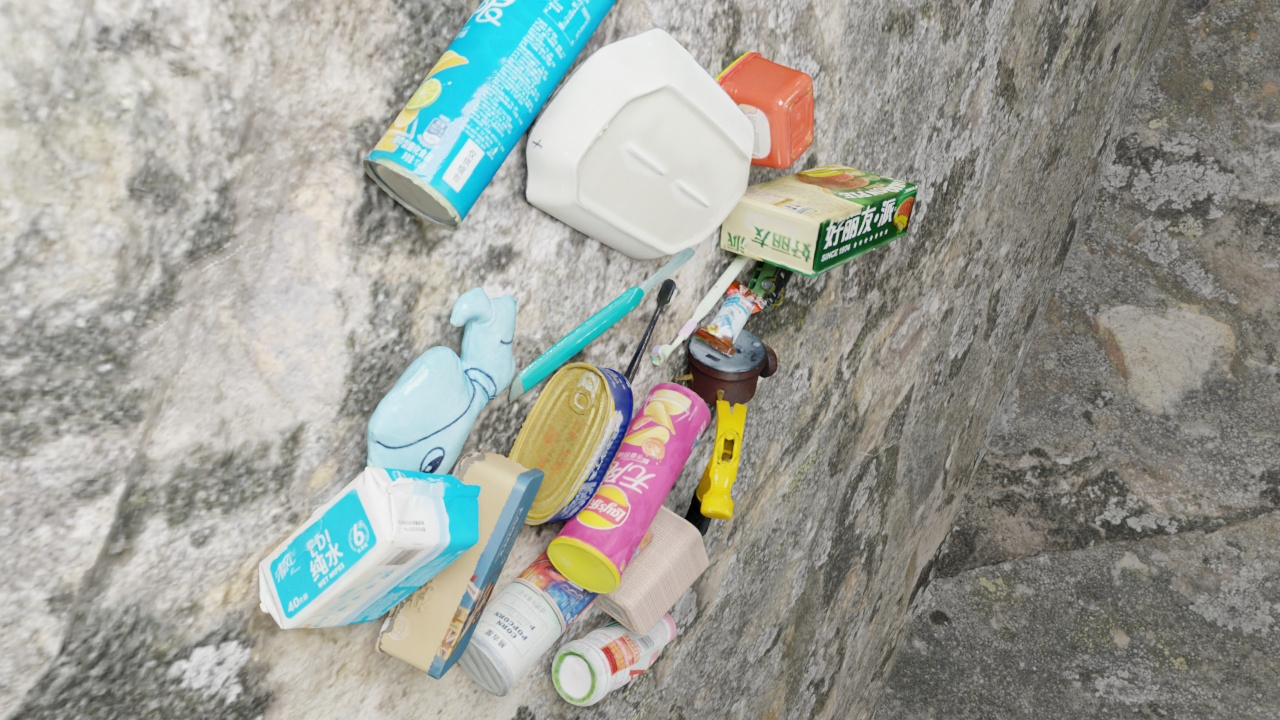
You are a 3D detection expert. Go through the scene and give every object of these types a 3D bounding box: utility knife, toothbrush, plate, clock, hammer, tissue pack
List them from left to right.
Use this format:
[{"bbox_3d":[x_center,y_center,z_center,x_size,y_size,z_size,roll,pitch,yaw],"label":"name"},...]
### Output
[{"bbox_3d":[-0.181,0.125,0.618,0.140,0.063,0.090,-39,154,17],"label":"tissue pack"},{"bbox_3d":[-0.031,-0.035,0.787,0.215,0.013,0.029,-38,149,-19],"label":"utility knife"},{"bbox_3d":[-0.005,0.005,0.888,0.181,0.016,0.018,-65,158,-2],"label":"toothbrush"},{"bbox_3d":[0.015,-0.154,0.735,0.162,0.034,0.265,-48,153,11],"label":"plate"},{"bbox_3d":[0.070,-0.065,0.952,0.189,0.020,0.029,-49,176,-27],"label":"toothbrush"},{"bbox_3d":[0.074,0.140,0.983,0.301,0.033,0.128,97,6,-65],"label":"hammer"},{"bbox_3d":[0.097,0.001,0.977,0.121,0.082,0.055,-32,140,-41],"label":"clock"}]

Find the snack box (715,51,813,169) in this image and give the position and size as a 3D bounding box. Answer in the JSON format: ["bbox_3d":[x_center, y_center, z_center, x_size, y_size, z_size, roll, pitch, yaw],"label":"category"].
[{"bbox_3d":[0.113,-0.225,0.846,0.081,0.080,0.091,-45,144,-29],"label":"snack box"}]

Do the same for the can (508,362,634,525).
[{"bbox_3d":[-0.061,0.072,0.787,0.049,0.075,0.148,10,109,-61],"label":"can"}]

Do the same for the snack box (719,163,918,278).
[{"bbox_3d":[0.196,-0.157,0.987,0.239,0.114,0.063,-25,130,-48],"label":"snack box"}]

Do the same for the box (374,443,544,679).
[{"bbox_3d":[-0.136,0.149,0.718,0.184,0.061,0.090,-64,176,1],"label":"box"}]

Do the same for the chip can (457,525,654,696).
[{"bbox_3d":[-0.077,0.214,0.867,0.214,0.071,0.071,-40,140,-37],"label":"chip can"}]

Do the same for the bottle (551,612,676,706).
[{"bbox_3d":[-0.022,0.328,1.041,0.196,0.068,0.068,-2,112,-61],"label":"bottle"}]

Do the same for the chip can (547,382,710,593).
[{"bbox_3d":[-0.005,0.115,0.870,0.209,0.071,0.071,-56,150,-38],"label":"chip can"}]

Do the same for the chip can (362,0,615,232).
[{"bbox_3d":[-0.086,-0.186,0.579,0.210,0.071,0.071,-58,148,-12],"label":"chip can"}]

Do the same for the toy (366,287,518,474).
[{"bbox_3d":[-0.142,0.028,0.658,0.155,0.050,0.162,-30,139,-49],"label":"toy"}]

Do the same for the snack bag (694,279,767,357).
[{"bbox_3d":[0.096,-0.044,0.963,0.103,0.048,0.026,-49,170,-46],"label":"snack bag"}]

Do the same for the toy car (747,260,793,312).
[{"bbox_3d":[0.151,-0.099,1.032,0.091,0.036,0.043,-61,148,-6],"label":"toy car"}]

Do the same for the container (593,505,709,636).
[{"bbox_3d":[0.001,0.219,0.978,0.110,0.090,0.090,-46,144,-23],"label":"container"}]
